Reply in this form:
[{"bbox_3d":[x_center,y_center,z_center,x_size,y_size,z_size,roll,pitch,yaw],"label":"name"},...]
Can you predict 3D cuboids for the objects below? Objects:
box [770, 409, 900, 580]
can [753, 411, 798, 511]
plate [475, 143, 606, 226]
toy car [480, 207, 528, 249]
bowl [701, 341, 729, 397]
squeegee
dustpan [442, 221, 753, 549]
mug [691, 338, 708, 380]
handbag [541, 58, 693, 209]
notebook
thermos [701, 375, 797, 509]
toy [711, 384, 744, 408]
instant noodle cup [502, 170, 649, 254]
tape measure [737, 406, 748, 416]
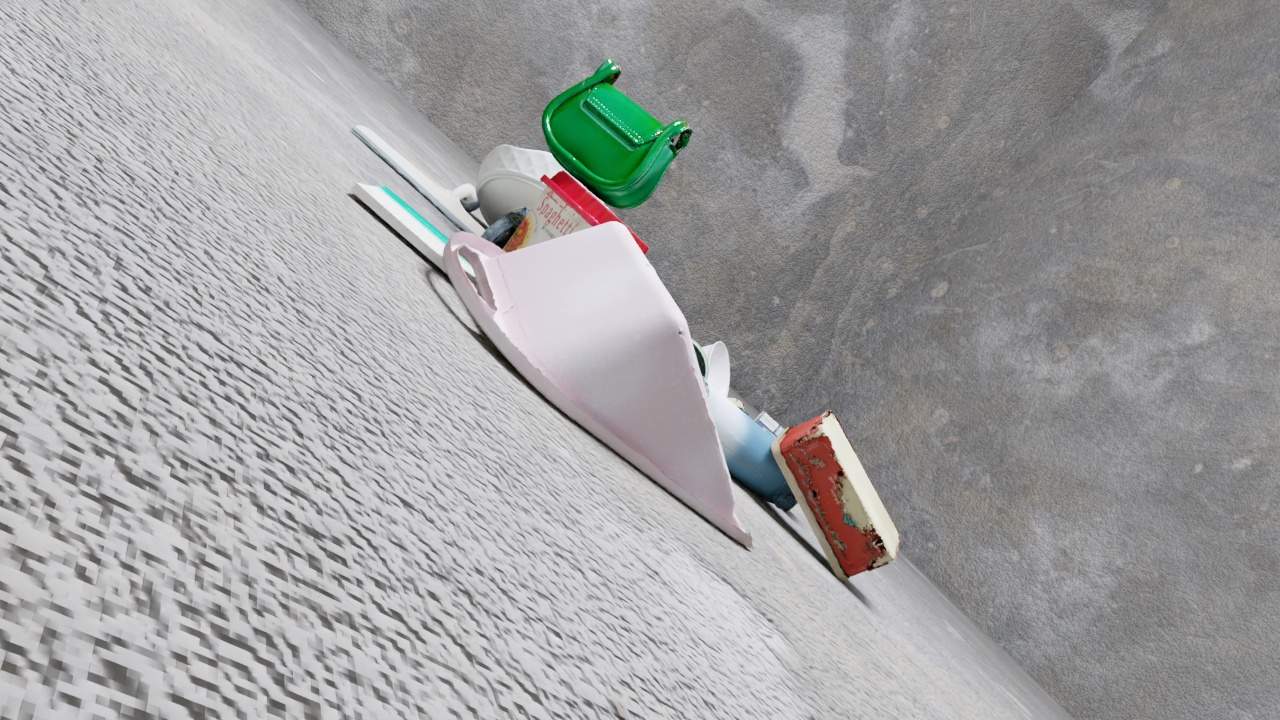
[{"bbox_3d":[0.220,0.142,0.997,0.168,0.079,0.091,62,23,0],"label":"box"},{"bbox_3d":[0.170,0.127,1.166,0.111,0.075,0.075,43,4,8],"label":"can"},{"bbox_3d":[-0.133,-0.194,1.220,0.205,0.045,0.205,24,-29,14],"label":"plate"},{"bbox_3d":[-0.138,-0.142,1.011,0.037,0.054,0.120,53,22,5],"label":"toy car"},{"bbox_3d":[0.102,0.026,1.530,0.065,0.118,0.118,2,-13,23],"label":"bowl"},{"bbox_3d":[-0.217,-0.198,1.123,0.246,0.039,0.246,42,4,-8],"label":"squeegee"},{"bbox_3d":[-0.038,0.010,0.700,0.222,0.138,0.274,-120,-169,-56],"label":"dustpan"},{"bbox_3d":[0.023,0.007,1.058,0.112,0.082,0.106,11,2,5],"label":"mug"},{"bbox_3d":[-0.028,-0.232,0.943,0.131,0.120,0.068,41,-2,13],"label":"handbag"},{"bbox_3d":[-0.137,-0.069,0.744,0.209,0.012,0.150,41,4,-12],"label":"notebook"},{"bbox_3d":[0.109,0.094,1.005,0.220,0.070,0.070,40,5,-38],"label":"thermos"},{"bbox_3d":[0.088,0.045,1.282,0.157,0.066,0.105,48,8,-24],"label":"toy"},{"bbox_3d":[-0.076,-0.111,0.947,0.116,0.124,0.116,45,5,40],"label":"instant noodle cup"},{"bbox_3d":[0.122,0.089,1.230,0.025,0.058,0.054,43,0,12],"label":"tape measure"}]
